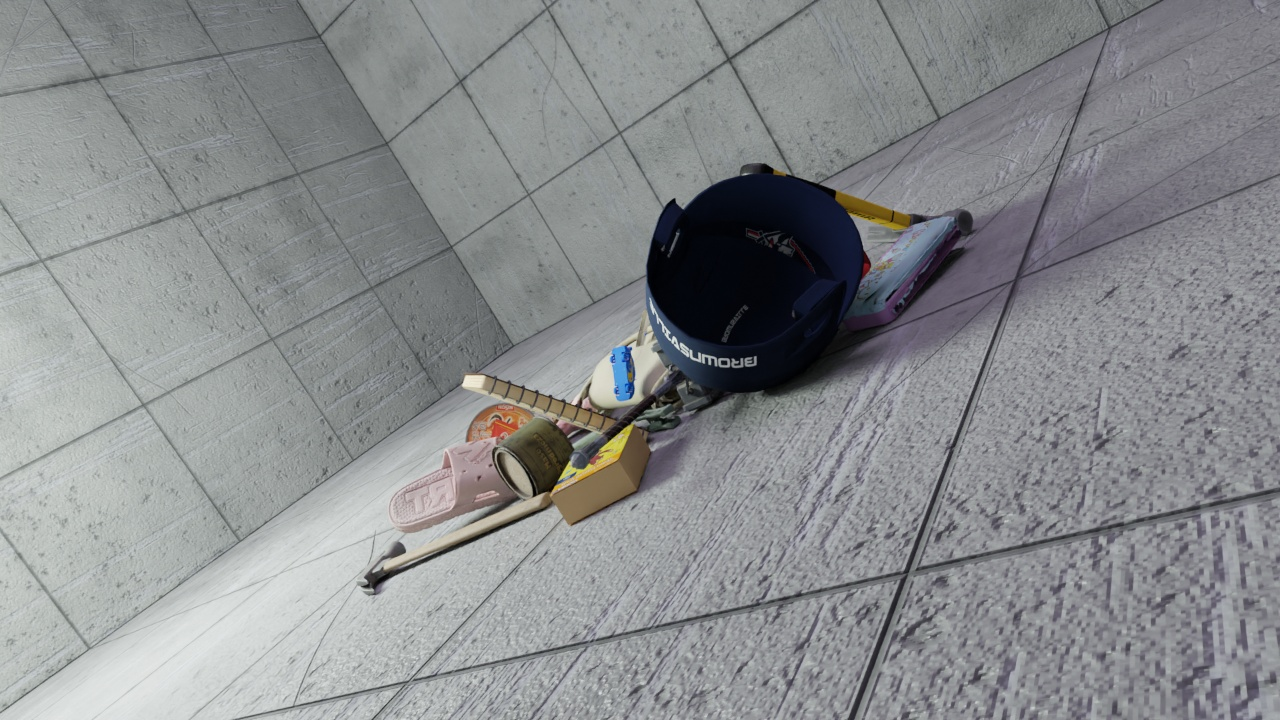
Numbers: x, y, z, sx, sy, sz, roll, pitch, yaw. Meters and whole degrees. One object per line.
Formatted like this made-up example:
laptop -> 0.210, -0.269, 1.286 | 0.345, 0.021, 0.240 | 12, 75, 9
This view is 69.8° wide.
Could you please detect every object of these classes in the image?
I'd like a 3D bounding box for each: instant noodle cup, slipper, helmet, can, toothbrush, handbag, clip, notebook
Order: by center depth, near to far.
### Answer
helmet -> 0.131, -0.091, 1.062 | 0.272, 0.232, 0.223 | -58, -17, -9
clip -> 0.020, 0.075, 1.173 | 0.023, 0.044, 0.076 | -35, 8, -32
notebook -> -0.113, 0.062, 1.179 | 0.168, 0.225, 0.024 | -3, 68, 71
can -> -0.140, 0.130, 1.204 | 0.074, 0.090, 0.090 | -37, 10, -32
slipper -> -0.249, 0.163, 1.275 | 0.239, 0.064, 0.094 | -23, 50, 4
handbag -> 0.011, -0.002, 1.302 | 0.183, 0.132, 0.230 | -47, 19, -32
toothbrush -> -0.101, 0.131, 1.313 | 0.154, 0.015, 0.022 | -32, -20, -9
instant noodle cup -> -0.184, 0.117, 1.384 | 0.124, 0.123, 0.121 | -29, 0, 11

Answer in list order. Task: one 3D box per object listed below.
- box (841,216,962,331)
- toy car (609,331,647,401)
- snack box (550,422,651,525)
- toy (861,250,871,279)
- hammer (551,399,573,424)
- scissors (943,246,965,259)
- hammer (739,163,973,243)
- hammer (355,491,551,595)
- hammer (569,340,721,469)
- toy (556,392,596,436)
box -> 0.315, -0.108, 1.112 | 0.076, 0.033, 0.213 | -13, 25, 52
toy car -> -0.008, 0.008, 1.251 | 0.061, 0.092, 0.033 | -4, -5, -41
snack box -> -0.043, 0.128, 1.047 | 0.088, 0.040, 0.125 | -29, 9, 14
toy -> 0.188, -0.118, 1.226 | 0.198, 0.158, 0.120 | -44, 36, 38
hammer -> -0.039, 0.027, 1.548 | 0.318, 0.049, 0.121 | -36, -10, -1
scissors -> 0.341, -0.113, 1.177 | 0.138, 0.019, 0.136 | -32, 11, -15
hammer -> 0.270, -0.208, 1.222 | 0.324, 0.034, 0.170 | 12, -5, -27
hammer -> -0.247, 0.238, 1.209 | 0.332, 0.031, 0.119 | -24, 12, 26
hammer -> 0.003, 0.052, 1.049 | 0.044, 0.098, 0.321 | -26, 6, 32
toy -> -0.093, 0.083, 1.452 | 0.105, 0.053, 0.108 | -39, 5, 26
